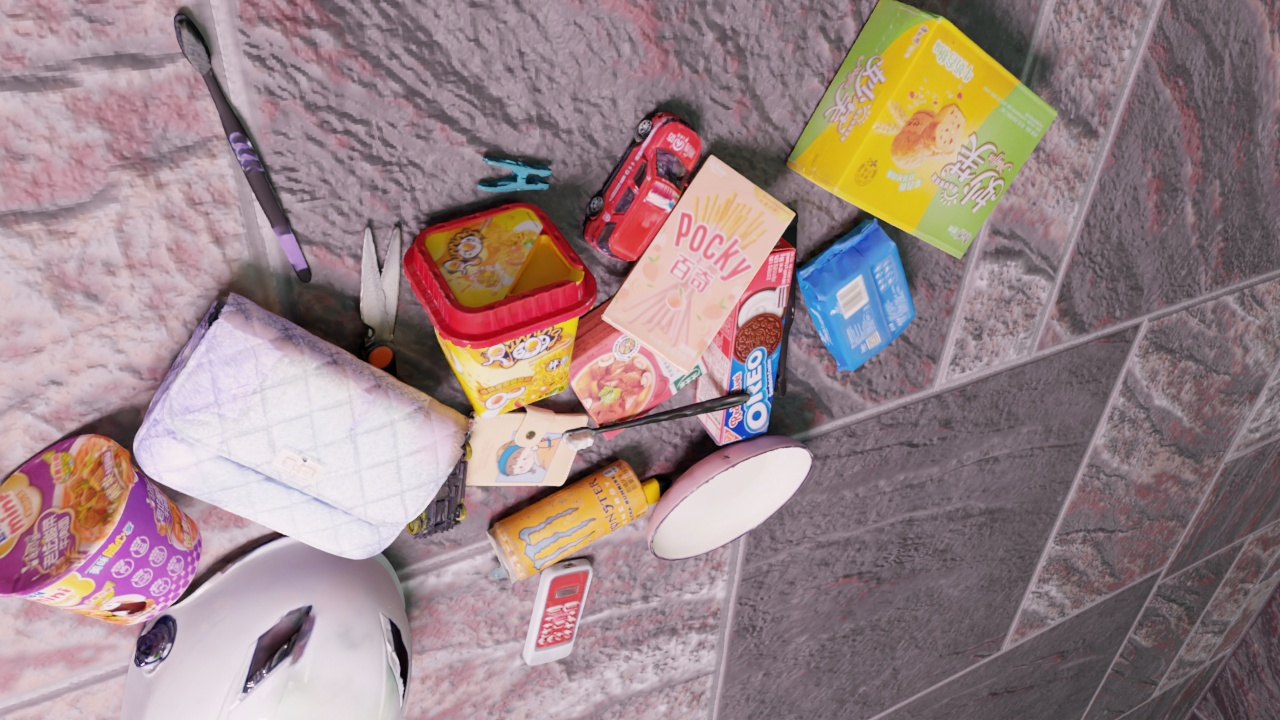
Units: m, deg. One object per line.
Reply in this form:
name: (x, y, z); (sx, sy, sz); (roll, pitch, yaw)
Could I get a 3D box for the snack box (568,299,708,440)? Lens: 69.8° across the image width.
snack box: (-0.005, 0.005, 0.801); (0.113, 0.044, 0.127); (-35, 135, -7)

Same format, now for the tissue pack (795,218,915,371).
tissue pack: (0.210, -0.061, 0.891); (0.095, 0.052, 0.157); (-36, 135, -3)

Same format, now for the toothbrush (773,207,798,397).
toothbrush: (0.133, -0.047, 0.869); (0.026, 0.027, 0.213); (-34, 138, -29)

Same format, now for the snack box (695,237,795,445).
snack box: (0.091, -0.020, 0.839); (0.057, 0.058, 0.208); (-14, 129, -22)

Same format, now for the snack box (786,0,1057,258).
snack box: (0.250, -0.196, 0.805); (0.209, 0.070, 0.158); (15, 112, -40)

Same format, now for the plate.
plate: (0.087, 0.135, 0.941); (0.192, 0.039, 0.193); (-23, 148, -15)

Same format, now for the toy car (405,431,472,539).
toy car: (-0.166, 0.097, 0.749); (0.049, 0.031, 0.106); (-13, 127, -39)

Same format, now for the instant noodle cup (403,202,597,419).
instant noodle cup: (-0.101, -0.031, 0.671); (0.116, 0.116, 0.124); (-21, 143, -21)

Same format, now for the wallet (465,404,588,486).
wallet: (-0.106, 0.075, 0.803); (0.115, 0.024, 0.087); (7, 123, -36)

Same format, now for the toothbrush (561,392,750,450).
toothbrush: (0.018, 0.051, 0.803); (0.180, 0.018, 0.016); (-12, 127, -21)

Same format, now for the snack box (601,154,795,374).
snack box: (0.045, -0.076, 0.733); (0.084, 0.026, 0.157); (34, 88, -4)

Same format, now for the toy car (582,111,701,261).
toy car: (0.004, -0.131, 0.707); (0.053, 0.045, 0.121); (18, 108, -43)

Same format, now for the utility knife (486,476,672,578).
utility knife: (-0.058, 0.163, 0.903); (0.206, 0.015, 0.033); (-25, 133, -21)

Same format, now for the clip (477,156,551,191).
clip: (-0.090, -0.133, 0.663); (0.056, 0.014, 0.040); (-1, 123, -32)

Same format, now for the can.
can: (-0.067, 0.149, 0.858); (0.145, 0.058, 0.058); (-26, 133, -16)

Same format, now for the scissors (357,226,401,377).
scissors: (-0.190, 0.004, 0.699); (0.162, 0.022, 0.234); (18, 106, -48)

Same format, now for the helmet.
helmet: (-0.288, 0.283, 0.747); (0.228, 0.146, 0.259); (25, 106, -43)

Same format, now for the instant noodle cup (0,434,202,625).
instant noodle cup: (-0.359, 0.122, 0.613); (0.111, 0.111, 0.099); (-35, 142, -8)

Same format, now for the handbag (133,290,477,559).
handbag: (-0.230, 0.053, 0.636); (0.193, 0.075, 0.134); (31, 101, -29)

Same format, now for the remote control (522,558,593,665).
remote control: (-0.086, 0.264, 0.958); (0.055, 0.020, 0.136); (-5, 124, -32)

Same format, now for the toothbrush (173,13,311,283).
toothbrush: (-0.241, -0.121, 0.569); (0.014, 0.016, 0.189); (-26, 135, -16)
